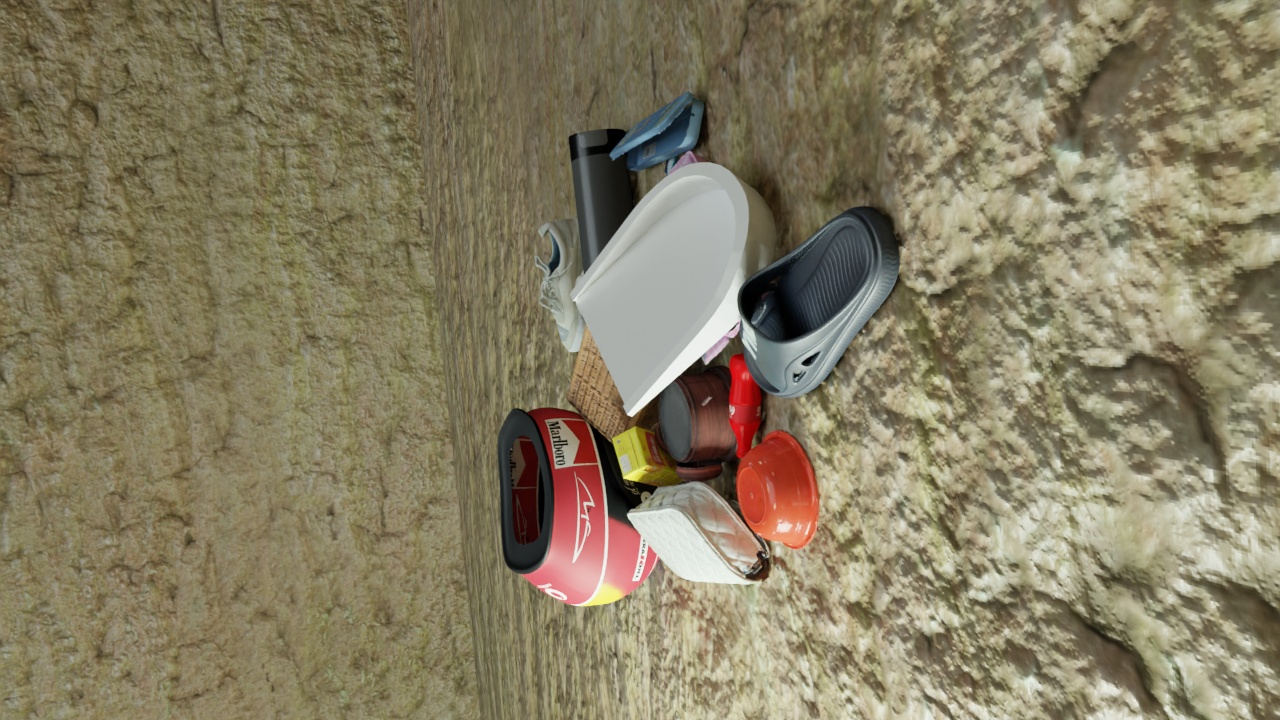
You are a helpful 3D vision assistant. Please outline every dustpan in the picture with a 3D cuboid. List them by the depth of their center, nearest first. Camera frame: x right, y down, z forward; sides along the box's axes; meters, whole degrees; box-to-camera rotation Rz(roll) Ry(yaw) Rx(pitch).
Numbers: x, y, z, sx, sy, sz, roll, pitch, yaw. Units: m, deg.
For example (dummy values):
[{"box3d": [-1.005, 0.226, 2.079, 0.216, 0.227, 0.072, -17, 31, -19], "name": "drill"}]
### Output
[{"box3d": [0.027, -0.096, 1.005, 0.258, 0.053, 0.191, -42, 53, 21], "name": "dustpan"}]

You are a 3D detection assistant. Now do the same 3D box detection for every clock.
[{"box3d": [0.071, 0.081, 1.117, 0.120, 0.072, 0.158, -123, 34, -50], "name": "clock"}]

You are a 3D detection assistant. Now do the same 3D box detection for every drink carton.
[{"box3d": [0.021, 0.128, 1.181, 0.043, 0.134, 0.058, -30, 62, 24], "name": "drink carton"}]

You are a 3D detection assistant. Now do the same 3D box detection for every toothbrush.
[{"box3d": [0.022, -0.174, 1.188, 0.017, 0.016, 0.189, 30, 109, 52], "name": "toothbrush"}]

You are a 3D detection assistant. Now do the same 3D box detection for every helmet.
[{"box3d": [-0.069, 0.201, 1.279, 0.198, 0.224, 0.270, -27, 64, 52], "name": "helmet"}]

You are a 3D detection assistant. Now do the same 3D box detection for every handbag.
[{"box3d": [0.073, 0.212, 1.123, 0.139, 0.072, 0.195, 51, 158, -5], "name": "handbag"}]

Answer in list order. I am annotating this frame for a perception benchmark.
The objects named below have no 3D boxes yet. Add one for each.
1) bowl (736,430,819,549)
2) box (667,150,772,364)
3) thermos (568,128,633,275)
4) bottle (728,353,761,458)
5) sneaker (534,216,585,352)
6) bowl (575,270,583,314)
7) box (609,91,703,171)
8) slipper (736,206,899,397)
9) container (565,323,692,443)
[{"box3d": [0.140, 0.143, 0.994, 0.131, 0.045, 0.130, 173, 90, -69], "name": "bowl"}, {"box3d": [0.057, -0.112, 1.069, 0.160, 0.035, 0.230, -48, 48, 33], "name": "box"}, {"box3d": [-0.050, -0.210, 1.325, 0.082, 0.082, 0.240, 177, 87, -69], "name": "thermos"}, {"box3d": [0.118, 0.053, 1.035, 0.036, 0.036, 0.119, -147, 53, -64], "name": "bottle"}, {"box3d": [-0.137, -0.126, 1.564, 0.089, 0.090, 0.243, -132, 39, -55], "name": "sneaker"}, {"box3d": [-0.063, -0.103, 1.420, 0.114, 0.063, 0.113, 174, 90, -69], "name": "bowl"}, {"box3d": [0.012, -0.292, 1.164, 0.210, 0.059, 0.068, -173, 95, -68], "name": "box"}, {"box3d": [0.146, -0.043, 0.875, 0.269, 0.083, 0.110, 122, 135, -57], "name": "slipper"}, {"box3d": [-0.007, 0.007, 1.190, 0.114, 0.112, 0.199, 41, 142, 18], "name": "container"}]
